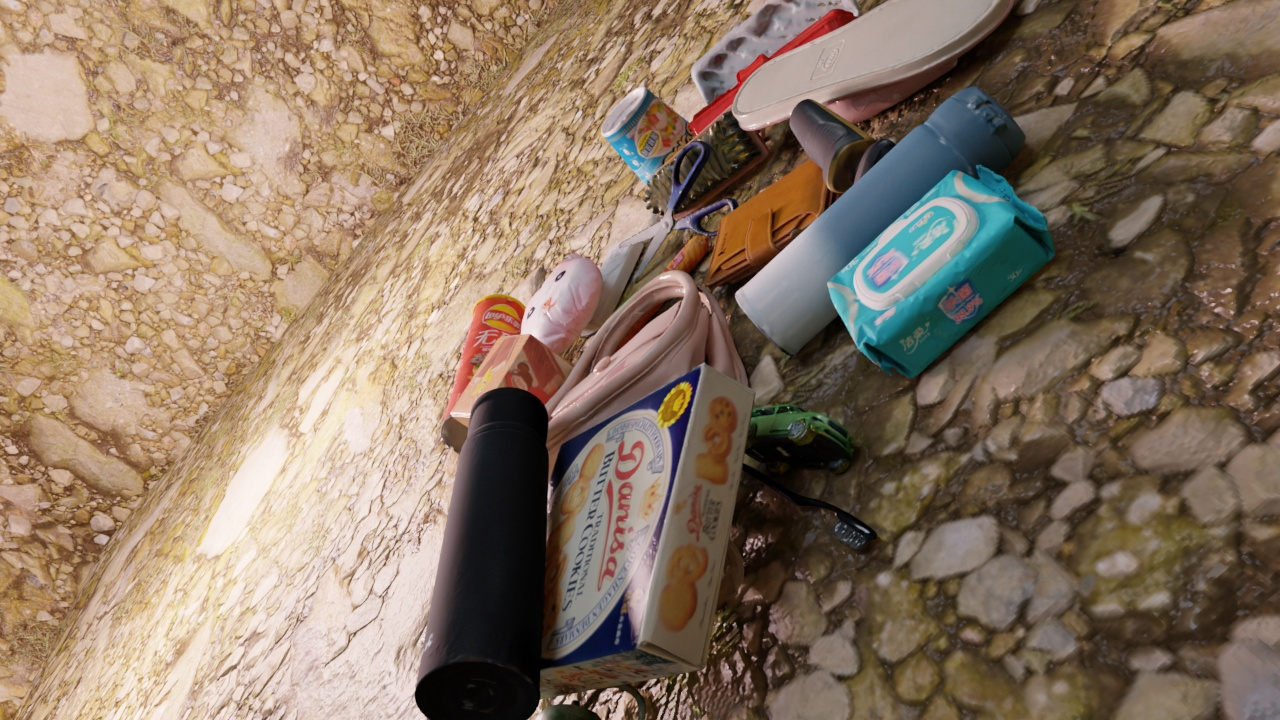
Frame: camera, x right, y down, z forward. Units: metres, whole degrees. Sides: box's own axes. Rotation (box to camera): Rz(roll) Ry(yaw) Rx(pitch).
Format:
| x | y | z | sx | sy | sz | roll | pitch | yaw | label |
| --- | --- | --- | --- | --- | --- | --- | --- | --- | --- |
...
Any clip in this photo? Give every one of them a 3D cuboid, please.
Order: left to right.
| x | y | z | sx | sy | sz | roll | pitch | yaw | label |
| --- | --- | --- | --- | --- | --- | --- | --- | --- | --- |
| 0.050 | 0.124 | 0.602 | 0.035 | 0.086 | 0.104 | -39 | 0 | 27 | clip |

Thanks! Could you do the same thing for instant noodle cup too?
| x | y | z | sx | sy | sz | roll | pitch | yaw | label |
| --- | --- | --- | --- | --- | --- | --- | --- | --- | --- |
| 0.018 | -0.246 | 1.032 | 0.099 | 0.110 | 0.099 | -39 | 27 | 24 | instant noodle cup |

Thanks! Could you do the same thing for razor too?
| x | y | z | sx | sy | sz | roll | pitch | yaw | label |
| --- | --- | --- | --- | --- | --- | --- | --- | --- | --- |
| 0.163 | -0.171 | 0.738 | 0.167 | 0.067 | 0.062 | -111 | 23 | -55 | razor |

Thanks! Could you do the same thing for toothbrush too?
| x | y | z | sx | sy | sz | roll | pitch | yaw | label |
| --- | --- | --- | --- | --- | --- | --- | --- | --- | --- |
| 0.090 | 0.084 | 0.592 | 0.016 | 0.014 | 0.189 | -65 | 26 | -1 | toothbrush |

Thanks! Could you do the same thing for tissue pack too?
| x | y | z | sx | sy | sz | roll | pitch | yaw | label |
| --- | --- | --- | --- | --- | --- | --- | --- | --- | --- |
| 0.186 | -0.059 | 0.577 | 0.134 | 0.050 | 0.093 | -44 | 26 | 15 | tissue pack |

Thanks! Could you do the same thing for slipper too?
| x | y | z | sx | sy | sz | roll | pitch | yaw | label |
| --- | --- | --- | --- | --- | --- | --- | --- | --- | --- |
| 0.199 | -0.259 | 0.814 | 0.275 | 0.054 | 0.114 | -11 | 50 | 44 | slipper |

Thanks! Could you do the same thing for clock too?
| x | y | z | sx | sy | sz | roll | pitch | yaw | label |
| --- | --- | --- | --- | --- | --- | --- | --- | --- | --- |
| -0.046 | 0.262 | 0.533 | 0.116 | 0.056 | 0.161 | -1 | 55 | 58 | clock |

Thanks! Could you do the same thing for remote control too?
| x | y | z | sx | sy | sz | roll | pitch | yaw | label |
| --- | --- | --- | --- | --- | --- | --- | --- | --- | --- |
| -0.036 | -0.083 | 1.008 | 0.049 | 0.024 | 0.124 | -18 | 41 | 49 | remote control |

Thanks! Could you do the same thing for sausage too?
| x | y | z | sx | sy | sz | roll | pitch | yaw | label |
| --- | --- | --- | --- | --- | --- | --- | --- | --- | --- |
| 0.013 | -0.061 | 0.899 | 0.165 | 0.021 | 0.021 | -49 | 25 | 5 | sausage |

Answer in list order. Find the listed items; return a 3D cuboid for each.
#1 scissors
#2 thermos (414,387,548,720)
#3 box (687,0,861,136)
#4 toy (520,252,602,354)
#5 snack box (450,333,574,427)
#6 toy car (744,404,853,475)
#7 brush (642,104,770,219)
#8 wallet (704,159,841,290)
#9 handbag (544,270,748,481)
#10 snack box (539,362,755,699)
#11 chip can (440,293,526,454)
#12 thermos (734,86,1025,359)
| x | y | z | sx | sy | sz | roll | pitch | yaw | label |
| --- | --- | --- | --- | --- | --- | --- | --- | --- | --- |
| 0.035 | -0.150 | 0.933 | 0.163 | 0.012 | 0.163 | 14 | 105 | 44 | scissors |
| -0.093 | 0.123 | 0.601 | 0.242 | 0.068 | 0.090 | -93 | 6 | -55 | thermos |
| 0.126 | -0.320 | 0.956 | 0.202 | 0.100 | 0.094 | -30 | -2 | 39 | box |
| -0.087 | -0.061 | 0.979 | 0.121 | 0.054 | 0.159 | -50 | 21 | 10 | toy |
| -0.111 | 0.039 | 0.890 | 0.077 | 0.092 | 0.094 | -2 | 53 | 58 | snack box |
| 0.097 | 0.050 | 0.590 | 0.091 | 0.043 | 0.036 | -6 | 50 | 56 | toy car |
| 0.065 | -0.199 | 0.959 | 0.146 | 0.063 | 0.072 | -35 | 1 | 35 | brush |
| 0.116 | -0.116 | 0.796 | 0.131 | 0.035 | 0.118 | -30 | 26 | 38 | wallet |
| -0.005 | 0.005 | 0.789 | 0.194 | 0.093 | 0.233 | -36 | 22 | 27 | handbag |
| -0.014 | 0.111 | 0.578 | 0.183 | 0.045 | 0.177 | -33 | 33 | 48 | snack box |
| -0.177 | 0.012 | 1.059 | 0.073 | 0.073 | 0.216 | -37 | 29 | 28 | chip can |
| 0.167 | -0.096 | 0.646 | 0.221 | 0.070 | 0.070 | -43 | 27 | 16 | thermos |
